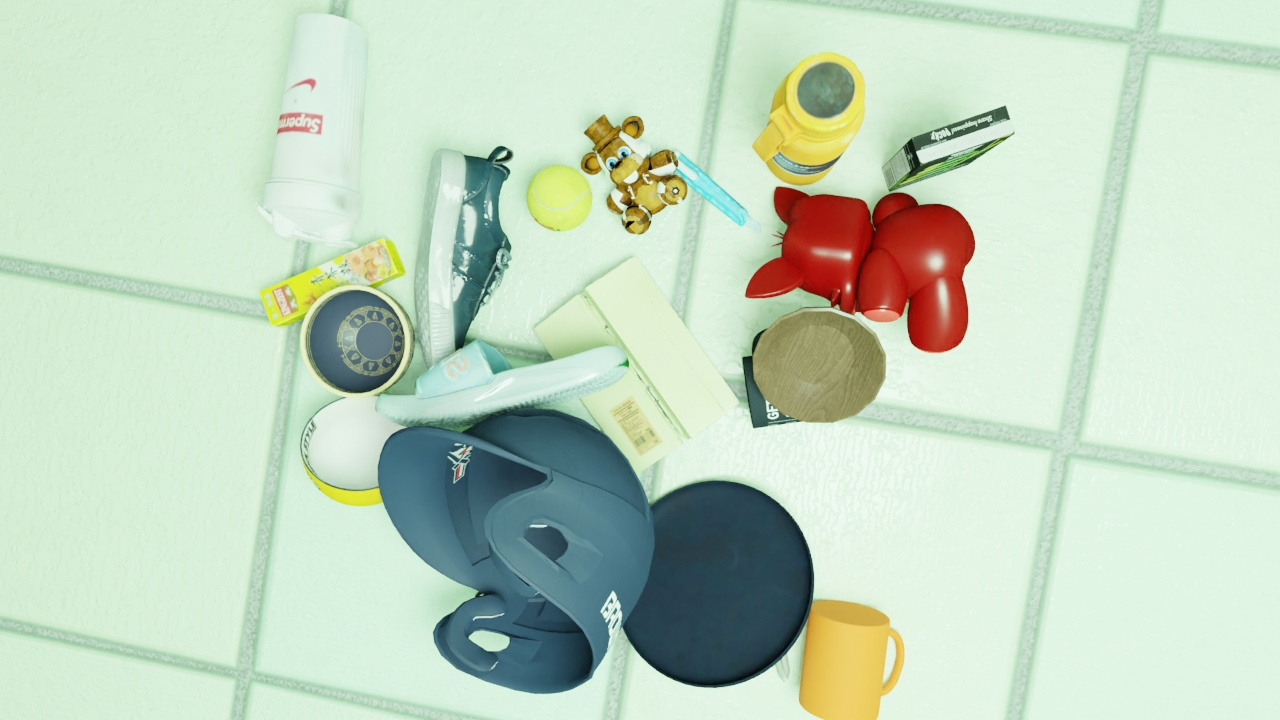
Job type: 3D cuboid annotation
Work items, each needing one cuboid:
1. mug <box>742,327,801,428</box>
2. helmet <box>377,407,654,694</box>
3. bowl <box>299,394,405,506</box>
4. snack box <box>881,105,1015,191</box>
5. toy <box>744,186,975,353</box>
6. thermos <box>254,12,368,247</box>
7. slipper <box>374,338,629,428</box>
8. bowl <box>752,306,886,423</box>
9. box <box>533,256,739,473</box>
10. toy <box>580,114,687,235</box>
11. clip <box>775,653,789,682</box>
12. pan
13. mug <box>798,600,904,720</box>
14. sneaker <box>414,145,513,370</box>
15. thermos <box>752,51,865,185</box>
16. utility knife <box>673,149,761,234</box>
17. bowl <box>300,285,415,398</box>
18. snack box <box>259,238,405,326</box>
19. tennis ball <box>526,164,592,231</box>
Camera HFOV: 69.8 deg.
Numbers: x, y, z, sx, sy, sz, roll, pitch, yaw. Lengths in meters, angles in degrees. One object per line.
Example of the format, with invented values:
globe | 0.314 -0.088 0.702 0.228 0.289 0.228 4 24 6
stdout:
mug | 0.140 0.012 0.885 0.077 0.071 0.105 -9 123 5
helmet | -0.116 0.145 0.849 0.272 0.222 0.233 27 135 -3
bowl | -0.280 0.099 0.931 0.117 0.068 0.117 5 51 -6
snack box | 0.274 -0.189 0.834 0.080 0.147 0.025 -18 90 6
toy | 0.210 -0.095 0.859 0.197 0.121 0.158 10 56 15
thermos | -0.324 -0.227 0.922 0.099 0.099 0.220 5 88 5
slipper | -0.133 0.015 0.889 0.245 0.104 0.074 -13 80 4
bowl | 0.161 0.000 0.825 0.118 0.030 0.118 5 119 10
box | -0.006 0.006 0.924 0.141 0.047 0.187 -34 88 8
toy | -0.011 -0.189 0.905 0.087 0.067 0.112 -37 102 20
clip | 0.139 0.275 0.917 0.040 0.102 0.054 -14 47 3
pan | -0.005 0.225 0.916 0.357 0.021 0.198 -9 63 17
mug | 0.215 0.295 0.903 0.112 0.078 0.096 5 93 -23
sneaker | -0.173 -0.097 0.916 0.087 0.089 0.236 2 110 -25
thermos | 0.146 -0.200 0.804 0.076 0.232 0.091 28 95 3
utility knife | 0.073 -0.166 0.923 0.123 0.015 0.022 41 108 0
bowl | -0.281 -0.020 0.938 0.112 0.061 0.112 0 92 5
snack box | -0.321 -0.081 0.956 0.148 0.029 0.040 -22 90 6
tennis ball | -0.080 -0.161 0.911 0.065 0.065 0.065 0 92 5
